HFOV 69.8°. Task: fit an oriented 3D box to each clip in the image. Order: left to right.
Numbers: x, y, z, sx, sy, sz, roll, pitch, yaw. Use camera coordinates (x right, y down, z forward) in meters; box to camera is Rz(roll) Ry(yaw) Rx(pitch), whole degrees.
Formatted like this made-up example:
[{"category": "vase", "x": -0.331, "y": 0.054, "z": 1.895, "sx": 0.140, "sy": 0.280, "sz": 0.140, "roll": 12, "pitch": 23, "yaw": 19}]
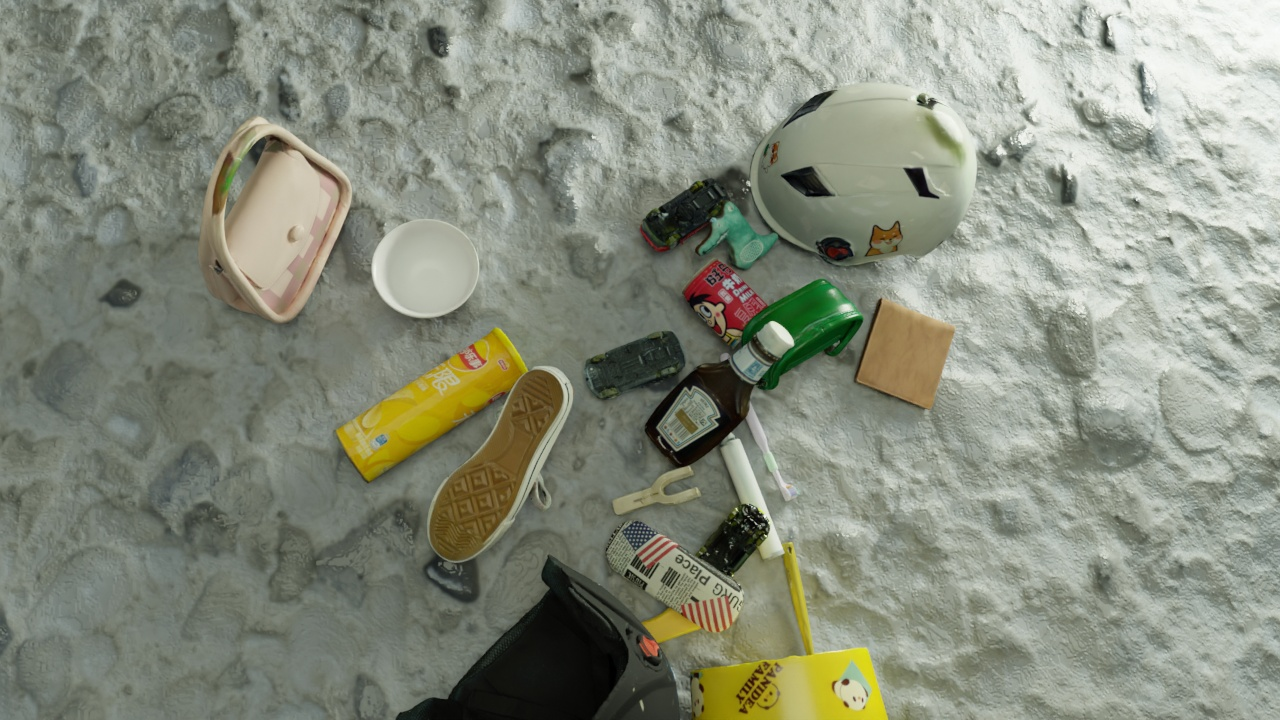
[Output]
[{"category": "clip", "x": 0.023, "y": 0.145, "z": 1.023, "sx": 0.101, "sy": 0.095, "sz": 0.035, "roll": -11, "pitch": 76, "yaw": -21}]

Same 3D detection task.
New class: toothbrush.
[{"category": "toothbrush", "x": 0.113, "y": 0.122, "z": 1.058, "sx": 0.026, "sy": 0.026, "sz": 0.221, "roll": -6, "pitch": 71, "yaw": -50}, {"category": "toothbrush", "x": 0.137, "y": 0.076, "z": 1.077, "sx": 0.021, "sy": 0.029, "sz": 0.189, "roll": -30, "pitch": 77, "yaw": 25}, {"category": "toothbrush", "x": 0.185, "y": 0.298, "z": 1.023, "sx": 0.015, "sy": 0.017, "sz": 0.190, "roll": -8, "pitch": 76, "yaw": -11}]

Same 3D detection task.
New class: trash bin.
[{"category": "trash bin", "x": 0.156, "y": 0.422, "z": 0.890, "sx": 0.229, "sy": 0.230, "sz": 0.255, "roll": -5, "pitch": 70, "yaw": -8}]

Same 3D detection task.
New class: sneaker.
[{"category": "sneaker", "x": -0.142, "y": 0.114, "z": 1.003, "sx": 0.118, "sy": 0.087, "sz": 0.241, "roll": 33, "pitch": 95, "yaw": 15}]

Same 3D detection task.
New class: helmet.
[{"category": "helmet", "x": -0.072, "y": 0.336, "z": 0.859, "sx": 0.230, "sy": 0.275, "sz": 0.233, "roll": 43, "pitch": 88, "yaw": -22}, {"category": "helmet", "x": 0.282, "y": -0.241, "z": 1.107, "sx": 0.274, "sy": 0.157, "sz": 0.229, "roll": 7, "pitch": 74, "yaw": -4}]

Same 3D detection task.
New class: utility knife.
[{"category": "utility knife", "x": 0.011, "y": 0.296, "z": 1.006, "sx": 0.156, "sy": 0.015, "sz": 0.033, "roll": -16, "pitch": 70, "yaw": -9}]

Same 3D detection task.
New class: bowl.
[{"category": "bowl", "x": -0.244, "y": -0.095, "z": 1.056, "sx": 0.118, "sy": 0.065, "sz": 0.118, "roll": 2, "pitch": 74, "yaw": -6}]

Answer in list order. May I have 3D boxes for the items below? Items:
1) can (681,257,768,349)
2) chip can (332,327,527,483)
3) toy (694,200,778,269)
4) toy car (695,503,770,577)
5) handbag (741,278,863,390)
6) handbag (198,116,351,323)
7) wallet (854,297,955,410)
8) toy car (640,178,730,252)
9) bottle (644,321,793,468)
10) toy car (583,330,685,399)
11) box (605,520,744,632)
[{"category": "can", "x": 0.101, "y": -0.069, "z": 1.087, "sx": 0.066, "sy": 0.067, "sz": 0.094, "roll": -42, "pitch": 83, "yaw": -15}, {"category": "chip can", "x": -0.229, "y": 0.048, "z": 1.017, "sx": 0.213, "sy": 0.072, "sz": 0.072, "roll": -33, "pitch": 81, "yaw": -13}, {"category": "toy", "x": 0.113, "y": -0.149, "z": 1.115, "sx": 0.096, "sy": 0.030, "sz": 0.092, "roll": -44, "pitch": 118, "yaw": -6}, {"category": "toy car", "x": 0.102, "y": 0.207, "z": 1.024, "sx": 0.048, "sy": 0.032, "sz": 0.105, "roll": 41, "pitch": 97, "yaw": 15}, {"category": "handbag", "x": 0.186, "y": -0.024, "z": 1.058, "sx": 0.131, "sy": 0.120, "sz": 0.068, "roll": -31, "pitch": 62, "yaw": -14}, {"category": "handbag", "x": -0.400, "y": -0.160, "z": 0.968, "sx": 0.093, "sy": 0.234, "sz": 0.193, "roll": 20, "pitch": 74, "yaw": 1}, {"category": "wallet", "x": 0.323, "y": -0.008, "z": 1.121, "sx": 0.101, "sy": 0.020, "sz": 0.115, "roll": 22, "pitch": 77, "yaw": -1}, {"category": "toy car", "x": 0.054, "y": -0.175, "z": 1.121, "sx": 0.120, "sy": 0.045, "sz": 0.053, "roll": -33, "pitch": 80, "yaw": -19}, {"category": "bottle", "x": 0.089, "y": 0.034, "z": 1.012, "sx": 0.080, "sy": 0.044, "sz": 0.195, "roll": 48, "pitch": 115, "yaw": 11}, {"category": "toy car", "x": -0.006, "y": 0.006, "z": 1.072, "sx": 0.120, "sy": 0.037, "sz": 0.054, "roll": -20, "pitch": 79, "yaw": -1}, {"category": "box", "x": 0.038, "y": 0.235, "z": 1.006, "sx": 0.164, "sy": 0.052, "sz": 0.068, "roll": 33, "pitch": 69, "yaw": 15}]
